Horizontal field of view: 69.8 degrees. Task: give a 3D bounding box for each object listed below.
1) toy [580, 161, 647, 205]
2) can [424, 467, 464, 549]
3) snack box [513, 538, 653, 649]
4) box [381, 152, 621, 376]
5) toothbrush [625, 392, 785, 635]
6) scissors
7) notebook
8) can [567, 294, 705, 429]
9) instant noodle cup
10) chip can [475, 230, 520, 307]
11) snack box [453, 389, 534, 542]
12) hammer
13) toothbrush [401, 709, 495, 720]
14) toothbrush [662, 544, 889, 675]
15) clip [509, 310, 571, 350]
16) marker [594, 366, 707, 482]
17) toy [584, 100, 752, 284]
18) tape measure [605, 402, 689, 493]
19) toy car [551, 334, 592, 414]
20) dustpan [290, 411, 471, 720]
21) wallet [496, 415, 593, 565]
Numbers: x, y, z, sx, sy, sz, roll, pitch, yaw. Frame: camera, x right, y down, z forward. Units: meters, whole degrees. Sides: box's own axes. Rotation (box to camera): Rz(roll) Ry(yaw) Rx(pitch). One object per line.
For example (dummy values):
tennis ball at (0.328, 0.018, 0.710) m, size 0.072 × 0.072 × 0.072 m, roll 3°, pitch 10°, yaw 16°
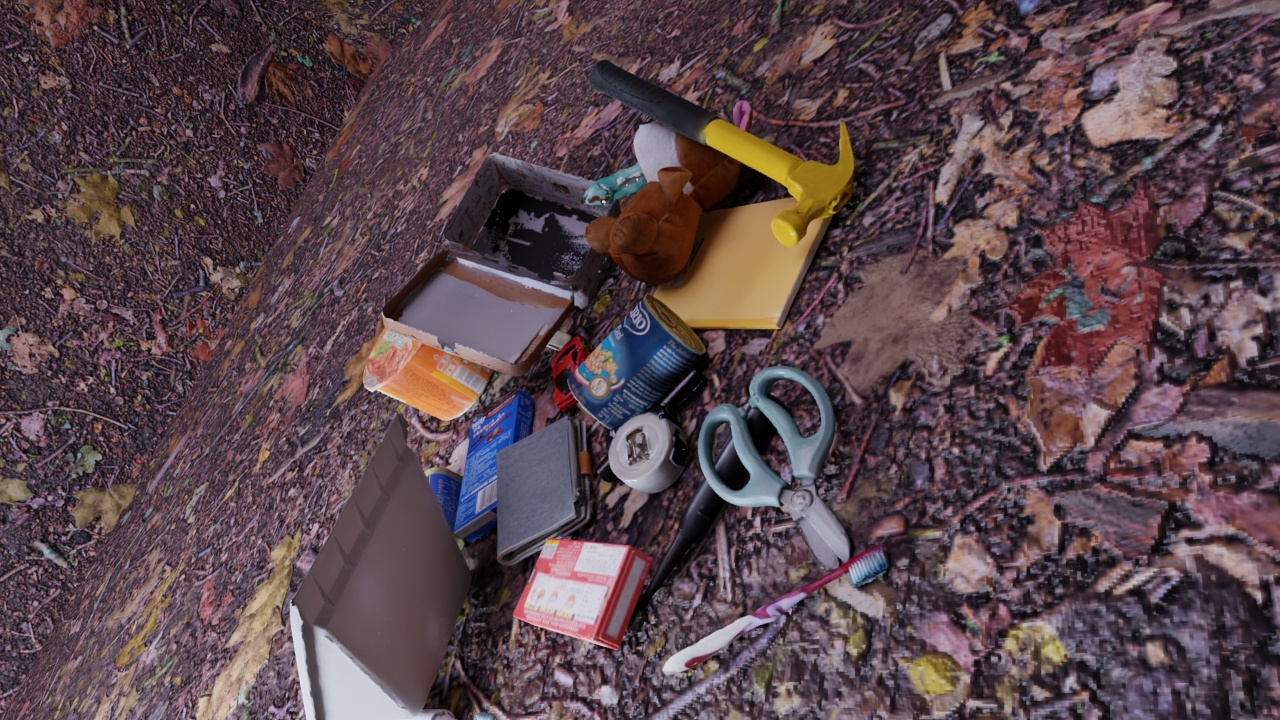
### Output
toy at (-0.023, -0.189, 0.997) m, size 0.092 × 0.030 × 0.096 m, roll -26°, pitch 20°, yaw 3°
can at (-0.235, 0.180, 1.004) m, size 0.102 × 0.057 × 0.083 m, roll -39°, pitch 35°, yaw 24°
snack box at (-0.050, 0.187, 0.750) m, size 0.153 × 0.025 × 0.075 m, roll -14°, pitch 48°, yaw 58°
box at (-0.149, -0.101, 1.035) m, size 0.179 × 0.103 × 0.260 m, roll 18°, pitch 68°, yaw 15°
toothbrush at (0.046, 0.118, 0.706) m, size 0.212 × 0.026 × 0.027 m, roll -58°, pitch 18°, yaw -6°
scissors at (0.118, 0.065, 0.649) m, size 0.129 × 0.019 × 0.185 m, roll -52°, pitch 45°, yaw 0°
notebook at (0.088, -0.092, 0.876) m, size 0.207 × 0.010 × 0.145 m, roll 2°, pitch 61°, yaw 55°
can at (-0.005, 0.005, 0.843) m, size 0.111 × 0.075 × 0.075 m, roll -46°, pitch 31°, yaw 14°
instant noodle cup at (-0.262, -0.001, 1.168) m, size 0.152 × 0.111 × 0.151 m, roll -35°, pitch 35°, yaw 29°
chip can at (-0.182, -0.094, 1.145) m, size 0.072 × 0.072 × 0.212 m, roll -29°, pitch 24°, yaw 35°
snack box at (-0.157, 0.112, 0.993) m, size 0.085 × 0.026 × 0.156 m, roll -35°, pitch 35°, yaw 29°
hammer at (0.067, -0.213, 0.852) m, size 0.301 × 0.033 × 0.128 m, roll 35°, pitch 67°, yaw 28°
toothbrush at (-0.192, 0.327, 0.823) m, size 0.222 × 0.026 × 0.026 m, roll -21°, pitch 1°, yaw 43°
toothbrush at (0.086, 0.172, 0.608) m, size 0.188 × 0.016 × 0.017 m, roll -37°, pitch 44°, yaw 25°
clip at (-0.115, -0.026, 1.076) m, size 0.101 × 0.096 × 0.035 m, roll 23°, pitch 73°, yaw 16°
marker at (0.009, 0.059, 0.825) m, size 0.132 × 0.020 × 0.022 m, roll -47°, pitch 59°, yaw 10°
toy at (0.031, -0.178, 0.925) m, size 0.199 × 0.130 × 0.140 m, roll -49°, pitch 22°, yaw -11°
tape measure at (0.007, 0.078, 0.781) m, size 0.066 × 0.033 × 0.066 m, roll -32°, pitch 47°, yaw 19°
toy car at (-0.074, 0.010, 0.979) m, size 0.049 × 0.031 × 0.106 m, roll -40°, pitch 31°, yaw 20°
dustpan at (-0.264, 0.222, 0.848) m, size 0.143 × 0.258 × 0.222 m, roll -9°, pitch 35°, yaw 19°
wallet at (-0.091, 0.122, 0.878) m, size 0.107 × 0.037 × 0.129 m, roll -28°, pitch 39°, yaw 16°
